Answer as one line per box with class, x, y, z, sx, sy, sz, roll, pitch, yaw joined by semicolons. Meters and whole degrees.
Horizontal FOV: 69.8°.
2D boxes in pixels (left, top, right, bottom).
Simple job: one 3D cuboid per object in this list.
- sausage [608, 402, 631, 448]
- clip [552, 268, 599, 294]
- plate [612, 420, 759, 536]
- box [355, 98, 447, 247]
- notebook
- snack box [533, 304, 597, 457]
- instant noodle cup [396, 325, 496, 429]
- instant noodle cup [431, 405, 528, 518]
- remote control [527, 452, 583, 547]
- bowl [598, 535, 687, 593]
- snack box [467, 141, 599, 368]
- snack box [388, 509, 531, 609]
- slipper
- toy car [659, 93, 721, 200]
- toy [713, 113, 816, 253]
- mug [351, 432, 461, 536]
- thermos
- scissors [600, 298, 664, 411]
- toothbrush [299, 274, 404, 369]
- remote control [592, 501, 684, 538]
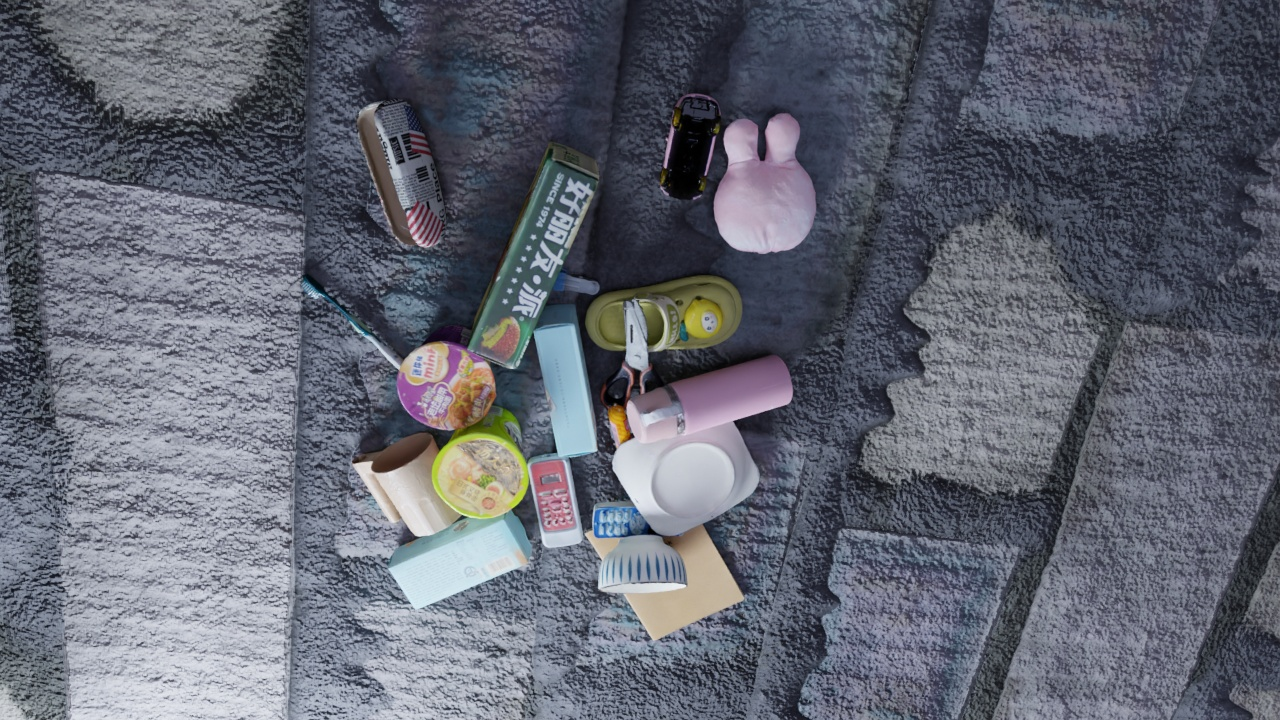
sausage;-0.017;0.120;1.176;0.021;0.021;0.165;-12;124;1
clip;-0.077;-0.093;1.101;0.058;0.038;0.026;12;109;-7
plate;0.063;0.146;1.168;0.164;0.034;0.164;-30;114;1
box;-0.256;-0.204;1.007;0.076;0.087;0.163;-17;110;-13
notebook;0.036;0.284;1.266;0.148;0.008;0.208;-27;111;7
snack box;-0.090;0.024;1.116;0.051;0.074;0.175;-9;112;-1
instant noodle cup;-0.225;0.013;1.090;0.111;0.099;0.112;-2;111;-4
instant noodle cup;-0.189;0.114;1.120;0.111;0.123;0.112;-1;110;-3
remote control;-0.112;0.186;1.209;0.056;0.020;0.136;-8;112;-1
bowl;0.002;0.267;1.204;0.116;0.117;0.066;-1;70;-3
snack box;-0.120;-0.120;1.034;0.063;0.114;0.240;22;110;-13
snack box;-0.238;0.258;1.213;0.175;0.051;0.074;-24;110;5
slipper;0.029;-0.044;1.095;0.190;0.081;0.092;-6;115;1
toy car;0.056;-0.242;1.040;0.056;0.037;0.123;10;124;-5
toy;0.143;-0.200;1.051;0.121;0.054;0.160;-8;113;-9
mug;-0.294;0.160;1.162;0.125;0.084;0.103;-11;116;27
thermos;0.086;0.046;1.102;0.198;0.087;0.067;-14;85;-18
scissors;-0.018;0.004;1.095;0.186;0.015;0.208;-25;131;31
toothbrush;-0.335;-0.033;1.109;0.018;0.016;0.191;-37;110;21
remote control;-0.001;0.209;1.214;0.125;0.024;0.049;1;113;-9
